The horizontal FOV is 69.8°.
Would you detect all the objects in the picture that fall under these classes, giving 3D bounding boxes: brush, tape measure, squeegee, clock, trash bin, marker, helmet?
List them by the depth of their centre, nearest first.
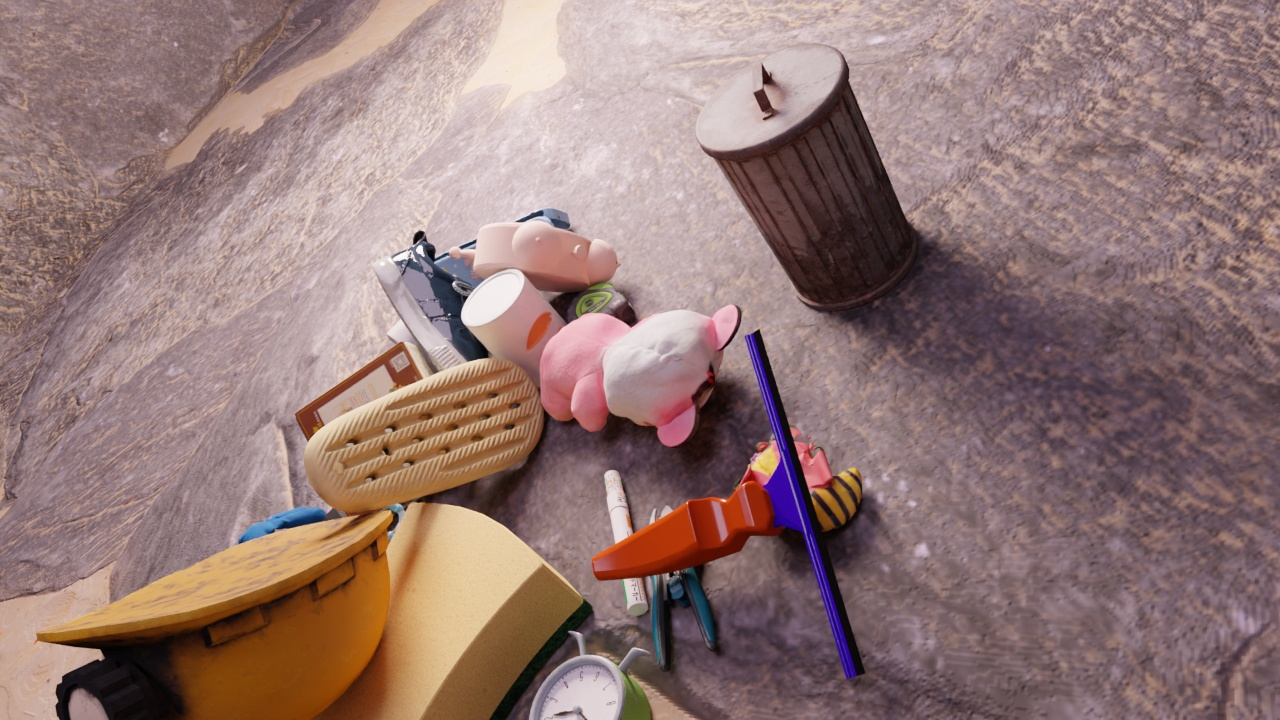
[{"bbox_3d":[-0.038,0.260,0.648,0.095,0.042,0.119,1,52,41],"label":"clock"},{"bbox_3d":[0.044,0.126,0.675,0.185,0.055,0.249,-25,63,23],"label":"squeegee"},{"bbox_3d":[-0.283,0.210,0.679,0.206,0.131,0.254,-14,3,30],"label":"helmet"},{"bbox_3d":[-0.180,0.249,0.750,0.195,0.075,0.249,11,59,45],"label":"brush"},{"bbox_3d":[-0.014,0.147,0.765,0.017,0.017,0.145,-30,38,12],"label":"marker"},{"bbox_3d":[0.144,-0.157,0.785,0.131,0.211,0.130,-23,40,20],"label":"trash bin"},{"bbox_3d":[-0.044,-0.050,0.979,0.065,0.036,0.058,-34,46,1],"label":"tape measure"},{"bbox_3d":[-0.117,-0.102,1.019,0.161,0.131,0.086,-9,75,45],"label":"clock"}]

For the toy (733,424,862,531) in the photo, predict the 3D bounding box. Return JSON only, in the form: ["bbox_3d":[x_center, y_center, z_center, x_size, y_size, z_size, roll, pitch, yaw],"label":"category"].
[{"bbox_3d":[0.115,0.093,0.694,0.103,0.046,0.084,18,56,41],"label":"toy"}]

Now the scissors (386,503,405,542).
[{"bbox_3d":[-0.244,0.151,0.912,0.139,0.015,0.119,-17,67,6],"label":"scissors"}]

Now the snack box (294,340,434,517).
[{"bbox_3d":[-0.267,0.078,0.961,0.147,0.041,0.143,-33,77,6],"label":"snack box"}]

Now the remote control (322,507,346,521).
[{"bbox_3d":[-0.297,0.192,0.956,0.033,0.015,0.147,-48,38,-11],"label":"remote control"}]

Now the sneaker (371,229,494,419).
[{"bbox_3d":[-0.207,-0.041,1.011,0.087,0.089,0.235,-32,73,-14],"label":"sneaker"}]

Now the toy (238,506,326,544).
[{"bbox_3d":[-0.408,0.223,0.976,0.113,0.071,0.176,-5,48,51],"label":"toy"}]

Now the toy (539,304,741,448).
[{"bbox_3d":[-0.005,0.005,0.849,0.213,0.084,0.141,10,58,48],"label":"toy"}]

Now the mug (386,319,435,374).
[{"bbox_3d":[-0.244,-0.038,1.109,0.096,0.078,0.112,-48,10,-13],"label":"mug"}]

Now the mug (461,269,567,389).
[{"bbox_3d":[-0.125,-0.032,0.969,0.082,0.105,0.082,-22,41,20],"label":"mug"}]

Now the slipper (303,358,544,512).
[{"bbox_3d":[-0.201,0.079,0.866,0.260,0.111,0.079,-21,-13,-48],"label":"slipper"}]

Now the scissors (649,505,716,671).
[{"bbox_3d":[0.029,0.171,0.705,0.150,0.019,0.130,8,55,46],"label":"scissors"}]

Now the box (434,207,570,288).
[{"bbox_3d":[-0.181,-0.123,1.172,0.211,0.072,0.079,-20,79,25],"label":"box"}]
